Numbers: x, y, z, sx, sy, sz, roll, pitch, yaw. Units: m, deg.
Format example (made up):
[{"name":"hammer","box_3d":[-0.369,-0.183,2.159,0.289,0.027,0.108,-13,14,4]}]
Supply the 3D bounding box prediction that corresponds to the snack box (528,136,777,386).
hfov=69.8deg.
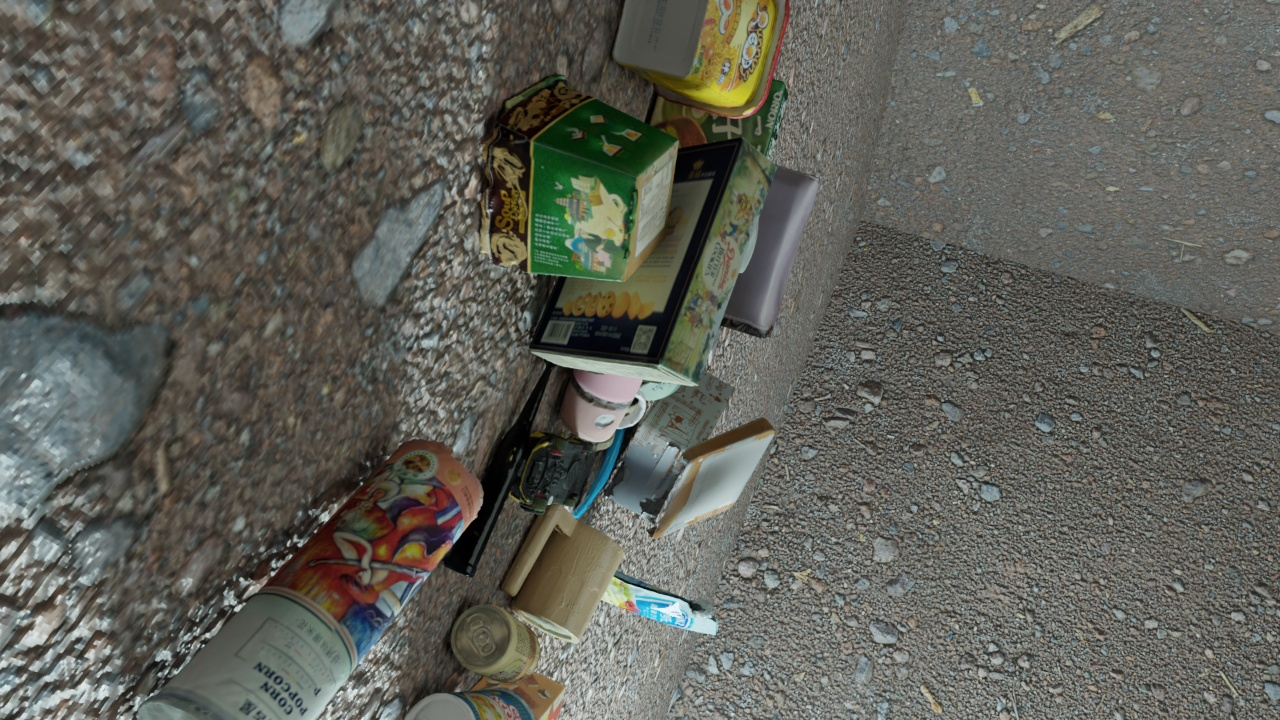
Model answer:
[{"name":"snack box","box_3d":[0.004,-0.077,0.719,0.045,0.178,0.182,28,78,-35]}]

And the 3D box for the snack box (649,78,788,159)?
[{"name":"snack box","box_3d":[0.053,-0.161,0.884,0.063,0.114,0.240,-25,132,-76]}]

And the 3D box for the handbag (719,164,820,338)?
[{"name":"handbag","box_3d":[0.114,-0.138,1.076,0.098,0.145,0.197,-6,115,-71]}]

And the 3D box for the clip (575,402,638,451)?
[{"name":"clip","box_3d":[-0.045,0.058,0.981,0.103,0.076,0.034,-62,164,-66]}]

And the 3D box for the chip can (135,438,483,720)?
[{"name":"chip can","box_3d":[-0.171,0.133,0.517,0.214,0.071,0.071,-54,157,-51]}]

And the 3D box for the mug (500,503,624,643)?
[{"name":"mug","box_3d":[-0.084,0.217,0.943,0.125,0.084,0.103,54,53,-42]}]

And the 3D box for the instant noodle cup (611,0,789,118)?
[{"name":"instant noodle cup","box_3d":[0.045,-0.270,0.758,0.123,0.116,0.116,-15,123,-58]}]

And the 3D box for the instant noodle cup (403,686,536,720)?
[{"name":"instant noodle cup","box_3d":[-0.153,0.331,0.797,0.099,0.099,0.110,-67,157,-16]}]

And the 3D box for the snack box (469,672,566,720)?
[{"name":"snack box","box_3d":[-0.136,0.374,0.925,0.094,0.077,0.093,-27,133,-70]}]

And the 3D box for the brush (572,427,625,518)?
[{"name":"brush","box_3d":[-0.017,0.066,1.057,0.083,0.046,0.254,58,57,-79]}]

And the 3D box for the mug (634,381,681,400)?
[{"name":"mug","box_3d":[-0.006,0.006,0.965,0.112,0.082,0.106,-41,165,2]}]

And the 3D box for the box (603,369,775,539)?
[{"name":"box","box_3d":[0.065,0.123,1.107,0.148,0.158,0.182,-59,176,-42]}]

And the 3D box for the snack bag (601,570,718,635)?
[{"name":"snack bag","box_3d":[0.001,0.278,1.080,0.110,0.191,0.038,88,23,-53]}]

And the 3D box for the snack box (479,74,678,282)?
[{"name":"snack box","box_3d":[-0.036,-0.117,0.635,0.117,0.106,0.118,-53,157,-51]}]

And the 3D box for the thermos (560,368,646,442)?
[{"name":"thermos","box_3d":[-0.008,-0.015,0.855,0.067,0.087,0.199,56,-49,49]}]

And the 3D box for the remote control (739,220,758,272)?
[{"name":"remote control","box_3d":[0.039,-0.122,0.840,0.019,0.135,0.056,-58,162,-62]}]

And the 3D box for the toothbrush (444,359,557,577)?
[{"name":"toothbrush","box_3d":[-0.109,0.077,0.770,0.027,0.026,0.212,-18,-133,64]}]

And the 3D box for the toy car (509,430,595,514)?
[{"name":"toy car","box_3d":[-0.082,0.103,0.859,0.155,0.041,0.071,25,84,-74]}]

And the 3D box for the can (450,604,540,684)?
[{"name":"can","box_3d":[-0.131,0.262,0.843,0.116,0.058,0.058,75,36,-64]}]
